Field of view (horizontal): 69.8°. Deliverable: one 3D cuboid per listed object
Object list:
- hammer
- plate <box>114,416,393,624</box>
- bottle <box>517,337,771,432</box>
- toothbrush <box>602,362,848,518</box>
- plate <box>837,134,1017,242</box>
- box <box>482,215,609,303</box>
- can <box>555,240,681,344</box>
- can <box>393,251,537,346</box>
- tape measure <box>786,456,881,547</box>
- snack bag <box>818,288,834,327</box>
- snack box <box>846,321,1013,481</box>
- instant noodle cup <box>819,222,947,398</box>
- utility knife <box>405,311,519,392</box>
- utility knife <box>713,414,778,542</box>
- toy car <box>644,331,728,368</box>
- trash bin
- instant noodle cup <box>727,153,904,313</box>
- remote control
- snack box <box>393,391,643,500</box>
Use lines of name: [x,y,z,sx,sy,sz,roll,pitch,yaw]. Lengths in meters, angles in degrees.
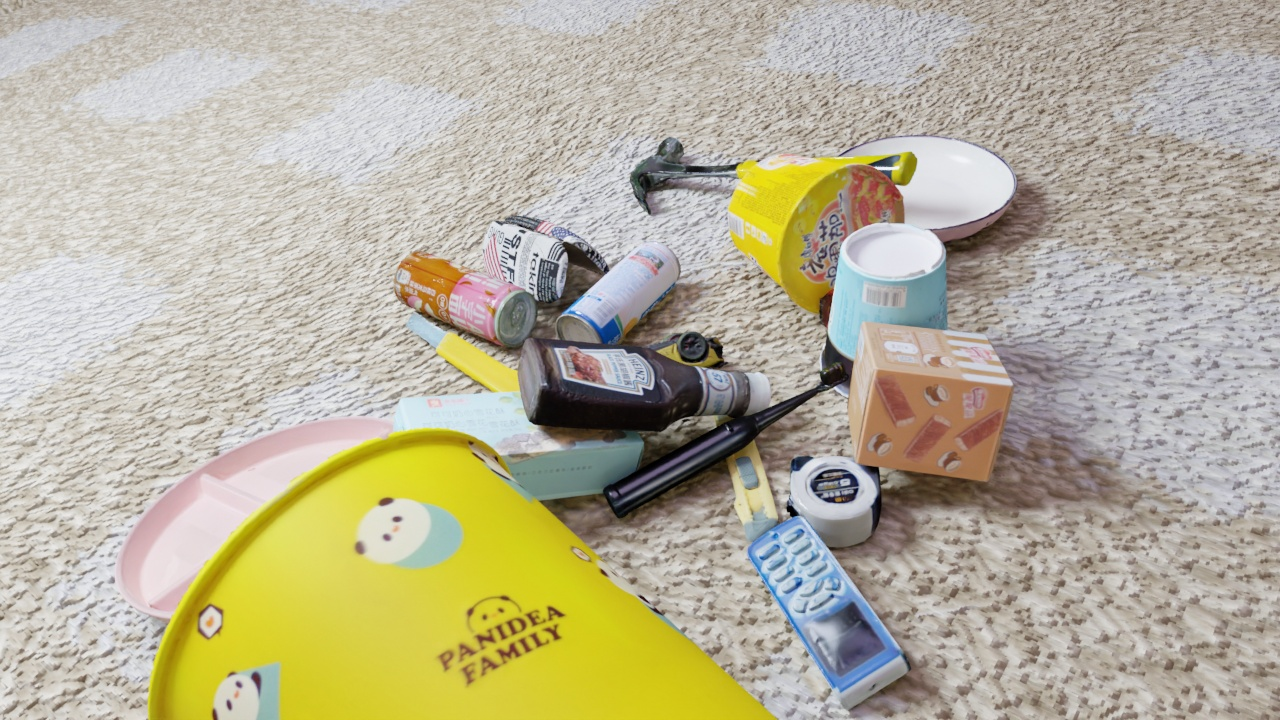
hammer: [0.127,-0.198,0.971,0.324,0.032,0.125,8,45,35]
plate: [-0.269,0.116,0.688,0.229,0.028,0.229,-9,29,5]
bottle: [0.007,0.021,0.701,0.194,0.044,0.079,5,36,-21]
toothbrush: [0.069,0.057,0.699,0.212,0.027,0.026,-29,30,-10]
plate: [0.282,-0.170,0.943,0.192,0.039,0.192,-6,40,5]
box: [-0.092,-0.106,0.912,0.087,0.076,0.163,-5,17,-32]
can: [-0.018,-0.057,0.854,0.053,0.053,0.134,20,47,30]
can: [-0.170,-0.060,0.883,0.147,0.058,0.057,21,48,31]
tape measure: [0.138,0.099,0.654,0.066,0.034,0.065,0,38,13]
snack bag: [0.206,-0.062,0.823,0.105,0.045,0.026,-22,40,-15]
snack box: [0.205,0.027,0.666,0.094,0.077,0.092,7,24,6]
instant noodle cup: [0.201,-0.043,0.742,0.111,0.121,0.111,-5,39,4]
utility knife: [-0.151,0.001,0.838,0.209,0.015,0.033,30,54,34]
utility knife: [0.077,0.075,0.713,0.031,0.018,0.167,-6,35,-6]
toy car: [-0.005,0.004,0.774,0.155,0.041,0.071,-11,2,-9]
trash bin: [-0.064,0.192,0.446,0.255,0.230,0.229,30,53,31]
instant noodle cup: [0.155,-0.125,0.849,0.138,0.138,0.110,-24,33,-17]
remote control: [0.117,0.158,0.589,0.049,0.024,0.125,-32,44,-1]
snack box: [-0.091,0.063,0.685,0.174,0.052,0.074,-3,36,-25]
